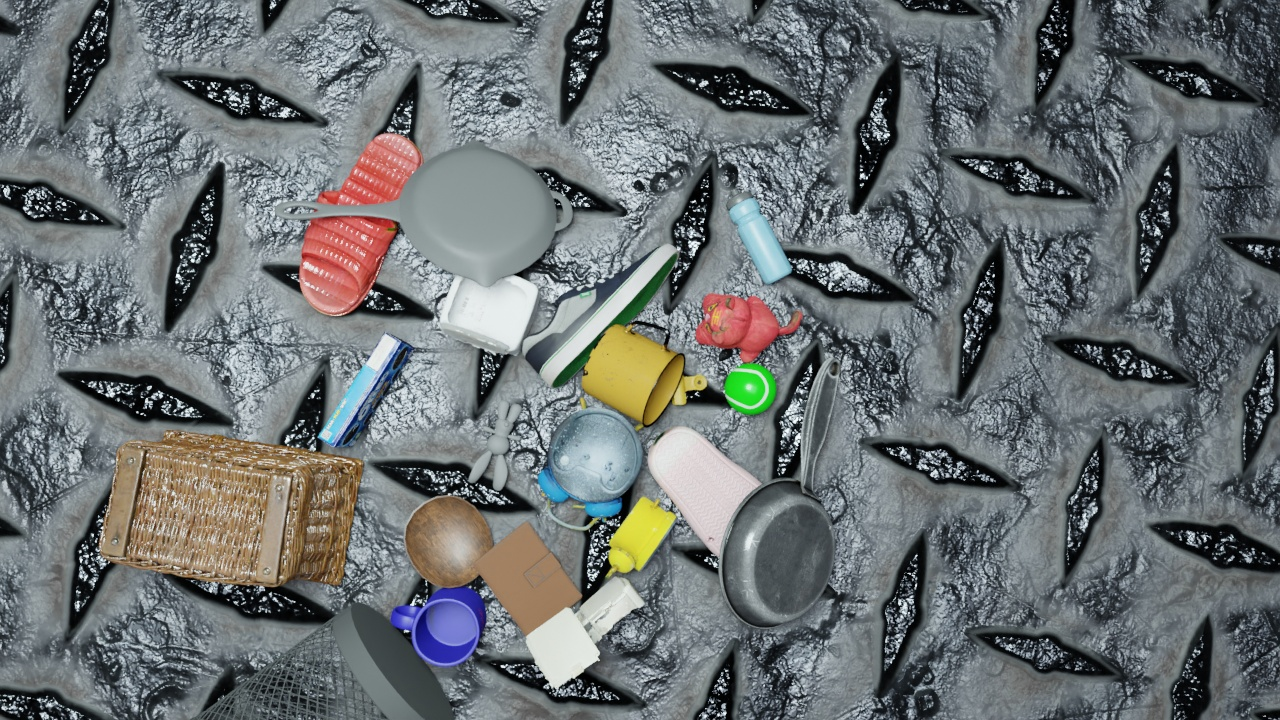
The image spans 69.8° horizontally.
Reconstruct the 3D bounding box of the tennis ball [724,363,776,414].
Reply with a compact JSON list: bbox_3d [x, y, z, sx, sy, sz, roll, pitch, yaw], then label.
[{"bbox_3d":[0.139,0.036,1.161,0.065,0.065,0.065,0,87,-4],"label":"tennis ball"}]

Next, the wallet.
[{"bbox_3d":[-0.141,0.275,1.150,0.087,0.013,0.121,-37,93,-18],"label":"wallet"}]

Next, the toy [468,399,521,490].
[{"bbox_3d":[-0.179,0.106,1.157,0.049,0.030,0.111,19,81,-17],"label":"toy"}]

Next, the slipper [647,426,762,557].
[{"bbox_3d":[0.096,0.173,1.156,0.221,0.056,0.106,45,83,-11],"label":"slipper"}]

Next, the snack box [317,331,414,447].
[{"bbox_3d":[-0.334,0.037,1.125,0.027,0.082,0.150,31,86,0],"label":"snack box"}]

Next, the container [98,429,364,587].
[{"bbox_3d":[-0.476,0.174,1.058,0.250,0.183,0.162,9,85,-3],"label":"container"}]

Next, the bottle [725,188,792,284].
[{"bbox_3d":[0.150,-0.163,1.184,0.040,0.040,0.130,-27,89,-4],"label":"bottle"}]

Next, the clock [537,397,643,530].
[{"bbox_3d":[-0.065,0.134,1.149,0.117,0.060,0.161,24,88,-3],"label":"clock"}]

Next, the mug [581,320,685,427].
[{"bbox_3d":[-0.007,0.006,1.123,0.094,0.100,0.124,27,116,17],"label":"mug"}]

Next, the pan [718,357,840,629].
[{"bbox_3d":[0.201,0.162,1.144,0.187,0.055,0.356,29,78,-35],"label":"pan"}]

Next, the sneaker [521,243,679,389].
[{"bbox_3d":[-0.053,-0.074,1.151,0.235,0.084,0.079,-44,78,-4],"label":"sneaker"}]

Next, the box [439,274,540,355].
[{"bbox_3d":[-0.191,-0.058,1.112,0.109,0.136,0.121,21,85,0],"label":"box"}]

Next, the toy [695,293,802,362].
[{"bbox_3d":[0.140,-0.043,1.152,0.133,0.094,0.088,3,87,-5],"label":"toy"}]

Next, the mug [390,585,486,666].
[{"bbox_3d":[-0.247,0.318,1.115,0.111,0.083,0.079,11,86,-3],"label":"mug"}]

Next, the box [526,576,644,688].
[{"bbox_3d":[-0.069,0.302,1.075,0.143,0.187,0.070,-38,89,-11],"label":"box"}]

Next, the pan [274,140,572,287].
[{"bbox_3d":[-0.258,-0.188,1.119,0.354,0.024,0.216,-3,65,-14],"label":"pan"}]

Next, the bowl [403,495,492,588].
[{"bbox_3d":[-0.241,0.225,1.146,0.101,0.026,0.114,-33,93,-18],"label":"bowl"}]

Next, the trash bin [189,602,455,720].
[{"bbox_3d":[-0.360,0.424,1.044,0.227,0.218,0.218,-39,90,-9],"label":"trash bin"}]

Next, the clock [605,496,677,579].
[{"bbox_3d":[-0.004,0.225,1.136,0.057,0.083,0.118,36,83,4],"label":"clock"}]

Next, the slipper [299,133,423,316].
[{"bbox_3d":[-0.354,-0.176,1.147,0.103,0.059,0.248,24,85,-2],"label":"slipper"}]

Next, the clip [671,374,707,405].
[{"bbox_3d":[0.058,0.030,1.182,0.049,0.045,0.054,-4,85,-45],"label":"clip"}]
